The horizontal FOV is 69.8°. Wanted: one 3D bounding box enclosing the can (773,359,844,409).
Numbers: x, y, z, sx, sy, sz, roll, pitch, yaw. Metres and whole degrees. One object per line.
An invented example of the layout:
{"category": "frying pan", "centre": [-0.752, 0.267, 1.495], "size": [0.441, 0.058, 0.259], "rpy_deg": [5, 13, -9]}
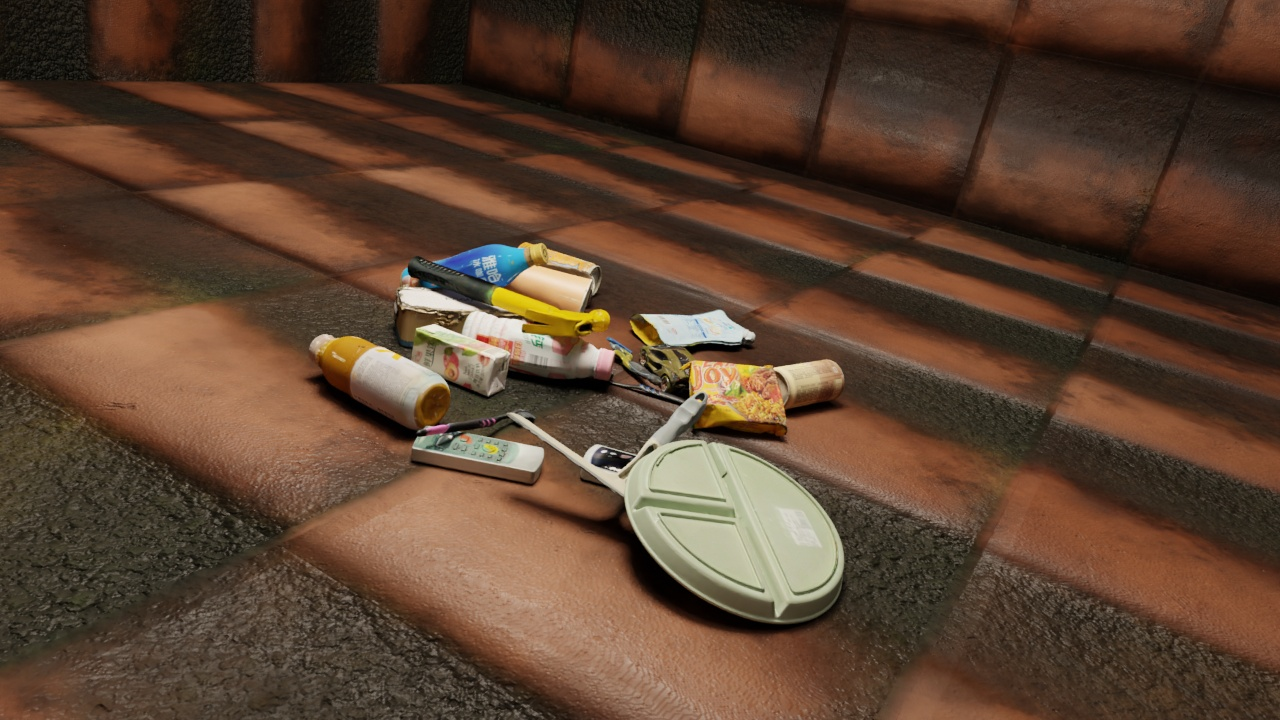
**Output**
{"category": "can", "centre": [0.223, 0.033, 1.260], "size": [0.116, 0.059, 0.058], "rpy_deg": [-7, 28, -38]}

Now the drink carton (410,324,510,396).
{"category": "drink carton", "centre": [-0.225, -0.002, 1.148], "size": [0.122, 0.054, 0.045], "rpy_deg": [20, 20, 22]}

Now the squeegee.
{"category": "squeegee", "centre": [0.014, 0.091, 0.984], "size": [0.246, 0.039, 0.245], "rpy_deg": [34, 32, 12]}

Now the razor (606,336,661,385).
{"category": "razor", "centre": [-0.008, 0.007, 1.263], "size": [0.042, 0.022, 0.143], "rpy_deg": [32, 5, -33]}

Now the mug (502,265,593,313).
{"category": "mug", "centre": [-0.141, -0.104, 1.377], "size": [0.123, 0.078, 0.078], "rpy_deg": [20, 22, 0]}

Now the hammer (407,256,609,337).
{"category": "hammer", "centre": [-0.193, -0.086, 1.223], "size": [0.301, 0.033, 0.128], "rpy_deg": [20, 16, 27]}

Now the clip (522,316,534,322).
{"category": "clip", "centre": [-0.208, -0.071, 1.358], "size": [0.100, 0.035, 0.072], "rpy_deg": [21, 22, 3]}

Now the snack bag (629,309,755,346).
{"category": "snack bag", "centre": [0.085, -0.049, 1.426], "size": [0.190, 0.039, 0.110], "rpy_deg": [-3, 20, -34]}

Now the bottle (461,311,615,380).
{"category": "bottle", "centre": [-0.132, -0.014, 1.199], "size": [0.197, 0.068, 0.068], "rpy_deg": [12, 22, 2]}

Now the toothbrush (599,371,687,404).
{"category": "toothbrush", "centre": [0.022, 0.041, 1.207], "size": [0.189, 0.016, 0.014], "rpy_deg": [17, 21, 13]}

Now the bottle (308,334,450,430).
{"category": "bottle", "centre": [-0.302, 0.018, 1.043], "size": [0.190, 0.068, 0.067], "rpy_deg": [23, 25, 27]}

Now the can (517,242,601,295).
{"category": "can", "centre": [-0.141, -0.153, 1.545], "size": [0.146, 0.058, 0.058], "rpy_deg": [19, 24, 21]}

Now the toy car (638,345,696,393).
{"category": "toy car", "centre": [0.048, 0.008, 1.269], "size": [0.070, 0.042, 0.158], "rpy_deg": [1, 21, -24]}

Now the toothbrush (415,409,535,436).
{"category": "toothbrush", "centre": [-0.176, 0.071, 1.008], "size": [0.018, 0.014, 0.188], "rpy_deg": [32, 19, 25]}

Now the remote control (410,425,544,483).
{"category": "remote control", "centre": [-0.170, 0.099, 0.972], "size": [0.135, 0.019, 0.056], "rpy_deg": [11, 22, 1]}

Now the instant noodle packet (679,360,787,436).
{"category": "instant noodle packet", "centre": [0.118, 0.044, 1.168], "size": [0.128, 0.044, 0.110], "rpy_deg": [5, 47, -11]}

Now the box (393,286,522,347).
{"category": "box", "centre": [-0.245, -0.058, 1.268], "size": [0.184, 0.062, 0.089], "rpy_deg": [4, 23, -21]}

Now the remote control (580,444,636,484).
{"category": "remote control", "centre": [0.011, 0.125, 0.989], "size": [0.150, 0.021, 0.058], "rpy_deg": [14, 22, 7]}

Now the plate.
{"category": "plate", "centre": [0.094, 0.153, 0.879], "size": [0.230, 0.028, 0.229], "rpy_deg": [18, 31, -12]}

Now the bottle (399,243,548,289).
{"category": "bottle", "centre": [-0.237, -0.127, 1.320], "size": [0.219, 0.065, 0.065], "rpy_deg": [-12, 18, 15]}

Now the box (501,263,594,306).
{"category": "box", "centre": [-0.153, -0.127, 1.451], "size": [0.162, 0.075, 0.086], "rpy_deg": [12, -11, -3]}
